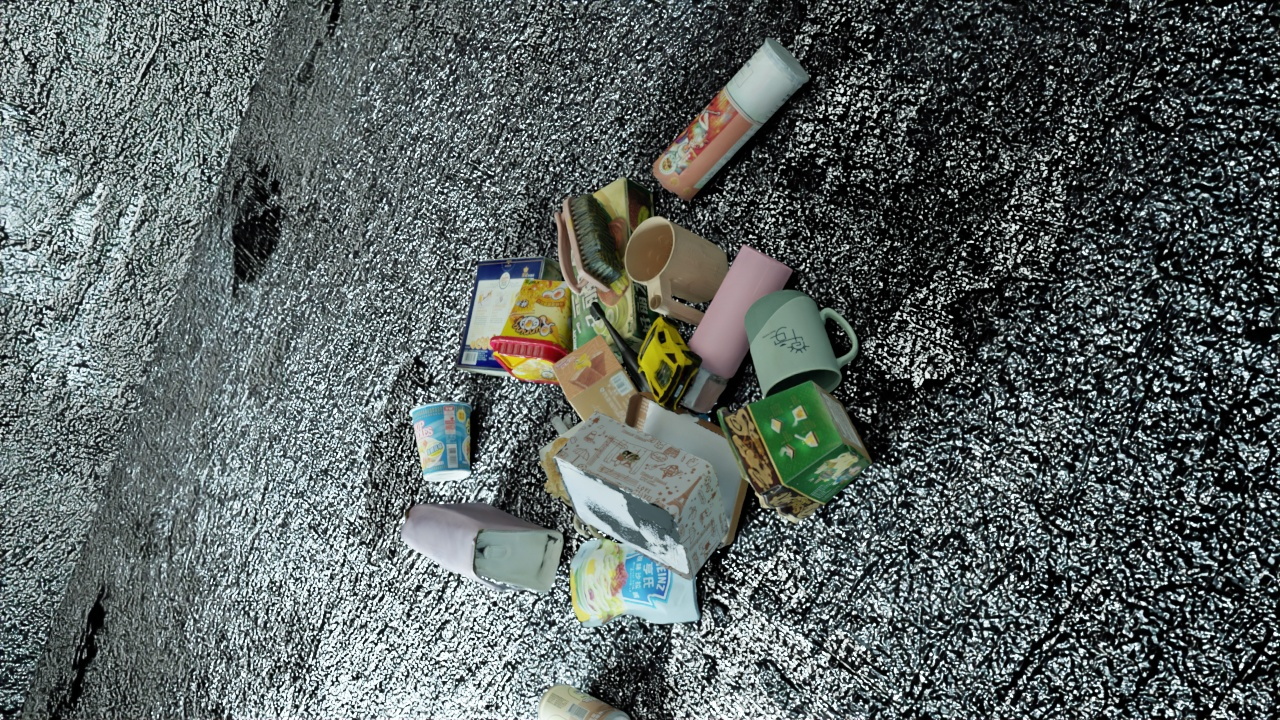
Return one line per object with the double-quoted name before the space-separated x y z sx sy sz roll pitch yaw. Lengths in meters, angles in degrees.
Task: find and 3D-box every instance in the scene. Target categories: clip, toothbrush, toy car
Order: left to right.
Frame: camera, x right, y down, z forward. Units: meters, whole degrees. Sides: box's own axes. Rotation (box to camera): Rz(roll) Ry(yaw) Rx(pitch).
"clip" -0.101 0.102 1.281 0.024 0.027 0.056 -49 57 27
"clip" -0.067 0.187 1.206 0.076 0.034 0.103 -53 38 23
"toothbrush" -0.007 0.007 1.135 0.212 0.026 0.027 54 136 25
"toy car" 0.027 -0.001 1.068 0.071 0.041 0.155 -62 24 21

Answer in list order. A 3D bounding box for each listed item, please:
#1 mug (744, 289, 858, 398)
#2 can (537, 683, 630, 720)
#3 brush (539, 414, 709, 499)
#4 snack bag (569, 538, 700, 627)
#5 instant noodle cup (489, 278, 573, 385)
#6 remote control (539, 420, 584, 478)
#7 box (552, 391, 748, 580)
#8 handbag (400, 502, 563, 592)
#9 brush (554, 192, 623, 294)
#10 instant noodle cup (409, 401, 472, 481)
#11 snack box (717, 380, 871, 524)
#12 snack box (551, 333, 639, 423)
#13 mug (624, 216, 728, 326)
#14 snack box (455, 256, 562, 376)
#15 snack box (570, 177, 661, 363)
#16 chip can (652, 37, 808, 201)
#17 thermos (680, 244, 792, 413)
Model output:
"mug" 0.174 -0.019 0.989 0.112 0.082 0.106 -17 60 9
"can" -0.067 0.433 1.102 0.116 0.058 0.058 4 80 47
"brush" -0.024 0.114 1.160 0.255 0.046 0.083 -21 59 29
"snack bag" -0.008 0.265 1.113 0.191 0.038 0.110 -18 60 39
"instant noodle cup" -0.133 -0.042 1.285 0.116 0.116 0.123 6 67 19
"remote control" -0.083 0.118 1.243 0.135 0.019 0.056 -36 70 32
"box" 0.029 0.131 1.044 0.182 0.149 0.157 22 56 33
"handbag" -0.222 0.252 1.263 0.197 0.144 0.098 7 79 48
"brush" -0.077 -0.158 1.208 0.073 0.063 0.145 -31 56 23
"instant noodle cup" -0.307 0.129 1.438 0.099 0.099 0.109 -24 68 40
"snack box" 0.165 0.086 0.945 0.106 0.118 0.117 -34 54 19
"snack box" -0.048 0.039 1.151 0.077 0.093 0.094 -33 34 -1
"mug" 0.048 -0.104 1.124 0.084 0.103 0.124 -29 58 38
"snack box" -0.204 -0.067 1.422 0.178 0.045 0.182 4 80 47
"snack box" -0.035 -0.117 1.246 0.115 0.063 0.239 -21 63 39
"chip can" 0.109 -0.296 1.150 0.215 0.071 0.071 -44 49 29
"thermos" 0.100 -0.033 1.064 0.067 0.087 0.199 30 101 3
